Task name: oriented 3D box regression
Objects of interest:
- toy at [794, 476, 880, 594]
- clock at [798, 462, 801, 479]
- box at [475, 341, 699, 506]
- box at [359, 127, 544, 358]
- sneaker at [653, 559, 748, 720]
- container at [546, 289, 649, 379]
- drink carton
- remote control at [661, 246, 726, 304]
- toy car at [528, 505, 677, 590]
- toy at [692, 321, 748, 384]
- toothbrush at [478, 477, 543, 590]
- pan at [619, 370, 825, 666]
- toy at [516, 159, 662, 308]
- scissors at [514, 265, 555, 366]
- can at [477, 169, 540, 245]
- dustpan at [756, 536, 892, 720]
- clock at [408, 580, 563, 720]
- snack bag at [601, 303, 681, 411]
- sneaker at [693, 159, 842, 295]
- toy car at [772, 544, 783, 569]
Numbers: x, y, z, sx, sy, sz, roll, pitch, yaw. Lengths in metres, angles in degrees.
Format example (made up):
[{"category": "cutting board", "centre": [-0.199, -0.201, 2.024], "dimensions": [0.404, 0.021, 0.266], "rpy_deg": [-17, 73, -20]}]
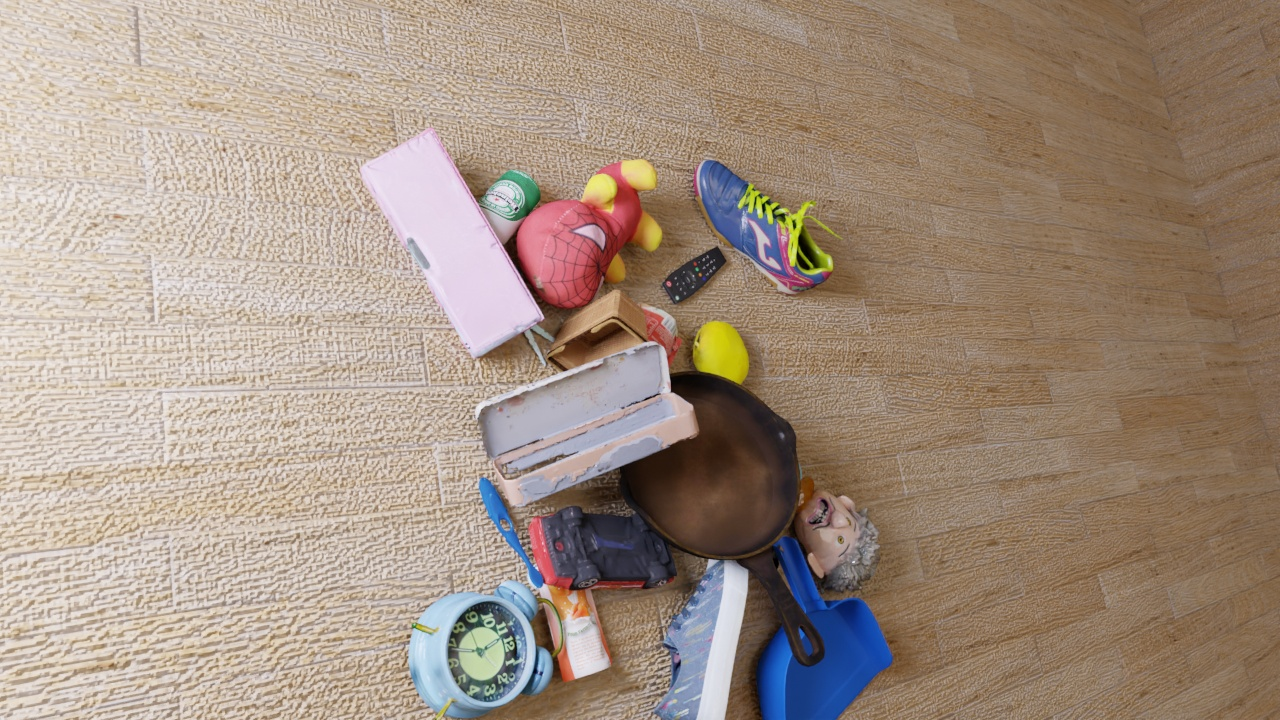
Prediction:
[{"category": "toy", "centre": [0.250, 0.221, 1.207], "dimensions": [0.176, 0.076, 0.132], "rpy_deg": [44, 52, -7]}, {"category": "clock", "centre": [0.158, 0.131, 1.174], "dimensions": [0.123, 0.042, 0.087], "rpy_deg": [18, 61, -23]}, {"category": "box", "centre": [-0.051, 0.073, 0.956], "dimensions": [0.216, 0.095, 0.107], "rpy_deg": [-20, 45, -16]}, {"category": "box", "centre": [-0.195, -0.121, 0.959], "dimensions": [0.098, 0.046, 0.233], "rpy_deg": [-29, 95, -1]}, {"category": "sneaker", "centre": [0.069, 0.300, 1.037], "dimensions": [0.079, 0.088, 0.234], "rpy_deg": [13, 58, 0]}, {"category": "container", "centre": [-0.045, -0.028, 1.035], "dimensions": [0.063, 0.114, 0.061], "rpy_deg": [39, 42, -30]}, {"category": "drink carton", "centre": [-0.072, 0.268, 0.964], "dimensions": [0.069, 0.039, 0.122], "rpy_deg": [-3, 70, -45]}, {"category": "remote control", "centre": [0.073, -0.115, 1.218], "dimensions": [0.124, 0.010, 0.039], "rpy_deg": [-39, 100, -39]}, {"category": "toy car", "centre": [-0.036, 0.206, 0.988], "dimensions": [0.189, 0.056, 0.081], "rpy_deg": [12, 50, -44]}, {"category": "toy", "centre": [0.105, -0.006, 1.189], "dimensions": [0.094, 0.041, 0.095], "rpy_deg": [28, 59, -34]}, {"category": "toothbrush", "centre": [-0.133, 0.175, 0.933], "dimensions": [0.021, 0.016, 0.132], "rpy_deg": [-18, 64, -34]}, {"category": "pan", "centre": [0.103, 0.178, 1.039], "dimensions": [0.248, 0.043, 0.356], "rpy_deg": [-18, 71, -32]}, {"category": "toy", "centre": [-0.060, -0.144, 1.064], "dimensions": [0.215, 0.099, 0.148], "rpy_deg": [-43, 135, -38]}, {"category": "scissors", "centre": [-0.142, -0.042, 1.026], "dimensions": [0.103, 0.015, 0.133], "rpy_deg": [-35, 102, -44]}, {"category": "can", "centre": [-0.154, -0.169, 1.030], "dimensions": [0.053, 0.053, 0.100], "rpy_deg": [45, 52, -17]}, {"category": "dustpan", "centre": [0.206, 0.339, 1.128], "dimensions": [0.244, 0.060, 0.257], "rpy_deg": [-27, 96, -41]}, {"category": "clock", "centre": [-0.144, 0.276, 0.885], "dimensions": [0.161, 0.060, 0.118], "rpy_deg": [-11, 81, -44]}, {"category": "snack bag", "centre": [-0.007, 0.006, 1.101], "dimensions": [0.087, 0.044, 0.154], "rpy_deg": [40, 59, -15]}, {"category": "sneaker", "centre": [0.177, -0.197, 1.275], "dimensions": [0.242, 0.091, 0.116], "rpy_deg": [42, 56, -19]}, {"category": "toy car", "centre": [0.157, 0.224, 1.153], "dimensions": [0.036, 0.042, 0.091], "rpy_deg": [10, 68, -8]}]
